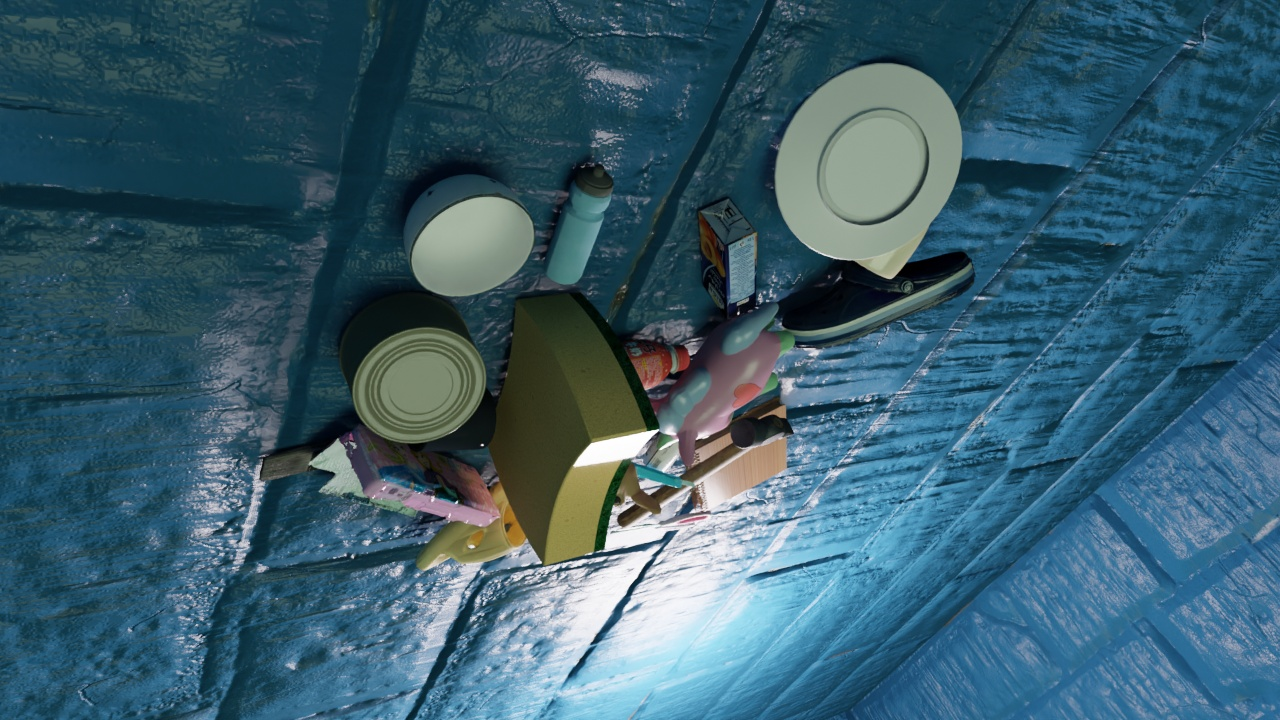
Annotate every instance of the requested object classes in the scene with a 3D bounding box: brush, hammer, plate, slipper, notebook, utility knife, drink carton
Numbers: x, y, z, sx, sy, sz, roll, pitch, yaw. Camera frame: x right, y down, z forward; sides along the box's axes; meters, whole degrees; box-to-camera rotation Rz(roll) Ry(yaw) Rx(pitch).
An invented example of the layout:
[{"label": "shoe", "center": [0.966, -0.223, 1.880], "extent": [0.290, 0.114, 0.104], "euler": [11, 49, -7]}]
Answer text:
[{"label": "brush", "center": [-0.334, 0.100, 0.993], "extent": [0.151, 0.012, 0.039], "euler": [-12, 142, -27]}, {"label": "hammer", "center": [0.080, 0.167, 1.328], "extent": [0.323, 0.040, 0.129], "euler": [-38, 159, 33]}, {"label": "plate", "center": [0.243, -0.202, 0.961], "extent": [0.208, 0.015, 0.209], "euler": [-5, 117, -10]}, {"label": "brush", "center": [-0.084, 0.075, 0.989], "extent": [0.075, 0.195, 0.251], "euler": [-9, 141, -29]}, {"label": "slipper", "center": [0.294, -0.092, 1.168], "extent": [0.253, 0.105, 0.095], "euler": [-20, 108, 5]}, {"label": "notebook", "center": [0.150, 0.154, 1.430], "extent": [0.169, 0.022, 0.211], "euler": [-26, 146, -8]}, {"label": "utility knife", "center": [0.016, 0.161, 1.279], "extent": [0.124, 0.015, 0.022], "euler": [17, 123, 0]}, {"label": "drink carton", "center": [0.097, -0.109, 1.011], "extent": [0.040, 0.064, 0.130], "euler": [-24, 146, -10]}, {"label": "slipper", "center": [-0.168, 0.200, 1.173], "extent": [0.262, 0.079, 0.111], "euler": [-41, 172, 8]}]

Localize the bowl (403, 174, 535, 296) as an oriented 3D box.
[{"label": "bowl", "center": [-0.155, -0.117, 0.805], "extent": [0.113, 0.063, 0.114], "euler": [-21, 146, -15]}]

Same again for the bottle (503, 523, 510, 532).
[{"label": "bottle", "center": [-0.161, 0.219, 1.260], "extent": [0.110, 0.036, 0.036], "euler": [-42, 145, 16]}]

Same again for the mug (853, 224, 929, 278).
[{"label": "mug", "center": [0.270, -0.167, 1.053], "extent": [0.120, 0.096, 0.100], "euler": [28, 113, -10]}]

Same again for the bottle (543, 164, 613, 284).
[{"label": "bottle", "center": [-0.059, -0.132, 0.881], "extent": [0.040, 0.040, 0.130], "euler": [-6, 139, -32]}]

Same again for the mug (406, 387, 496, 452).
[{"label": "mug", "center": [-0.217, 0.067, 1.001], "extent": [0.077, 0.071, 0.105], "euler": [1, 161, -39]}]

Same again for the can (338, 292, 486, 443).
[{"label": "can", "center": [-0.217, 0.008, 0.875], "extent": [0.127, 0.073, 0.128], "euler": [-12, 123, -20]}]

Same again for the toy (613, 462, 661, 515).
[{"label": "toy", "center": [-0.034, 0.142, 1.216], "extent": [0.105, 0.134, 0.108], "euler": [-25, 126, -51]}]

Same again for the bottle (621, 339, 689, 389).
[{"label": "bottle", "center": [-0.006, 0.006, 1.083], "extent": [0.137, 0.062, 0.062], "euler": [-10, 141, -29]}]

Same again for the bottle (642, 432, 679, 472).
[{"label": "bottle", "center": [0.047, 0.108, 1.274], "extent": [0.041, 0.041, 0.116], "euler": [2, 134, -40]}]

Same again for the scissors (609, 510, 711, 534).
[{"label": "scissors", "center": [0.022, 0.270, 1.478], "extent": [0.178, 0.016, 0.105], "euler": [-8, 160, -22]}]

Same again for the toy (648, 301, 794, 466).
[{"label": "toy", "center": [0.097, 0.021, 1.149], "extent": [0.170, 0.120, 0.223], "euler": [-22, 148, -31]}]

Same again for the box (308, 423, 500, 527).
[{"label": "box", "center": [-0.268, 0.155, 1.032], "extent": [0.106, 0.086, 0.230], "euler": [-40, 151, 6]}]
